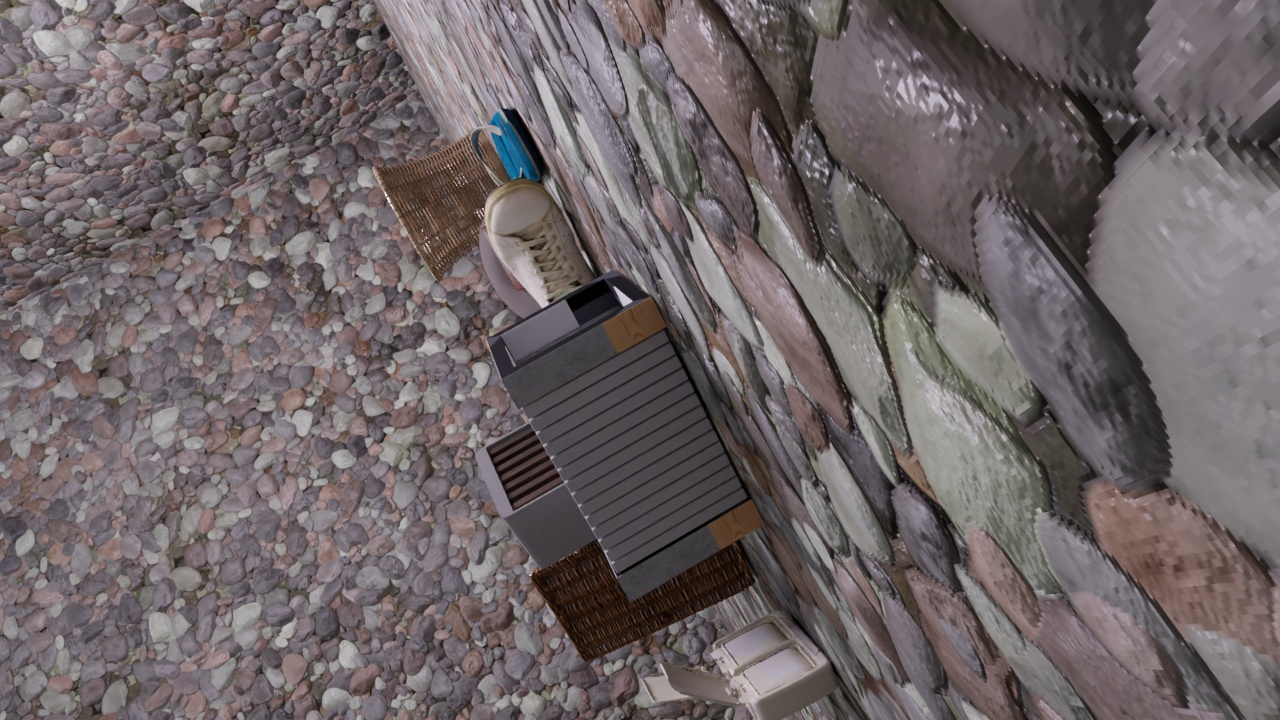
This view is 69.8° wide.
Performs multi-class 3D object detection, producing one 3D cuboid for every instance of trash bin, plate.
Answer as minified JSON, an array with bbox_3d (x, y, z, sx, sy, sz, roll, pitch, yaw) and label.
[{"bbox_3d":[-0.017,0.066,0.866,0.247,0.142,0.142,63,174,-20],"label":"trash bin"},{"bbox_3d":[-0.167,-0.145,1.372,0.188,0.016,0.188,36,-137,-42],"label":"plate"},{"bbox_3d":[-0.060,0.125,1.099,0.114,0.228,0.114,56,173,45],"label":"trash bin"}]

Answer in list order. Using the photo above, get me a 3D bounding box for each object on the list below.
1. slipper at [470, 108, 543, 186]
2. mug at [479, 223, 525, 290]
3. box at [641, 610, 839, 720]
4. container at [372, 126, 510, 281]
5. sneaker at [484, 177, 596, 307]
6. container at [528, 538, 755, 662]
[{"bbox_3d":[-0.165,-0.239,1.104,0.118,0.060,0.295,65,174,-8],"label":"slipper"},{"bbox_3d":[-0.157,-0.169,1.300,0.110,0.096,0.122,66,-155,-14],"label":"mug"},{"bbox_3d":[0.103,0.328,0.972,0.145,0.185,0.066,-155,62,-73],"label":"box"},{"bbox_3d":[-0.331,-0.287,1.634,0.227,0.196,0.227,60,175,9],"label":"container"},{"bbox_3d":[-0.097,-0.092,1.042,0.241,0.089,0.102,58,-174,-43],"label":"sneaker"},{"bbox_3d":[-0.004,0.241,1.226,0.162,0.250,0.183,63,-176,-23],"label":"container"}]
